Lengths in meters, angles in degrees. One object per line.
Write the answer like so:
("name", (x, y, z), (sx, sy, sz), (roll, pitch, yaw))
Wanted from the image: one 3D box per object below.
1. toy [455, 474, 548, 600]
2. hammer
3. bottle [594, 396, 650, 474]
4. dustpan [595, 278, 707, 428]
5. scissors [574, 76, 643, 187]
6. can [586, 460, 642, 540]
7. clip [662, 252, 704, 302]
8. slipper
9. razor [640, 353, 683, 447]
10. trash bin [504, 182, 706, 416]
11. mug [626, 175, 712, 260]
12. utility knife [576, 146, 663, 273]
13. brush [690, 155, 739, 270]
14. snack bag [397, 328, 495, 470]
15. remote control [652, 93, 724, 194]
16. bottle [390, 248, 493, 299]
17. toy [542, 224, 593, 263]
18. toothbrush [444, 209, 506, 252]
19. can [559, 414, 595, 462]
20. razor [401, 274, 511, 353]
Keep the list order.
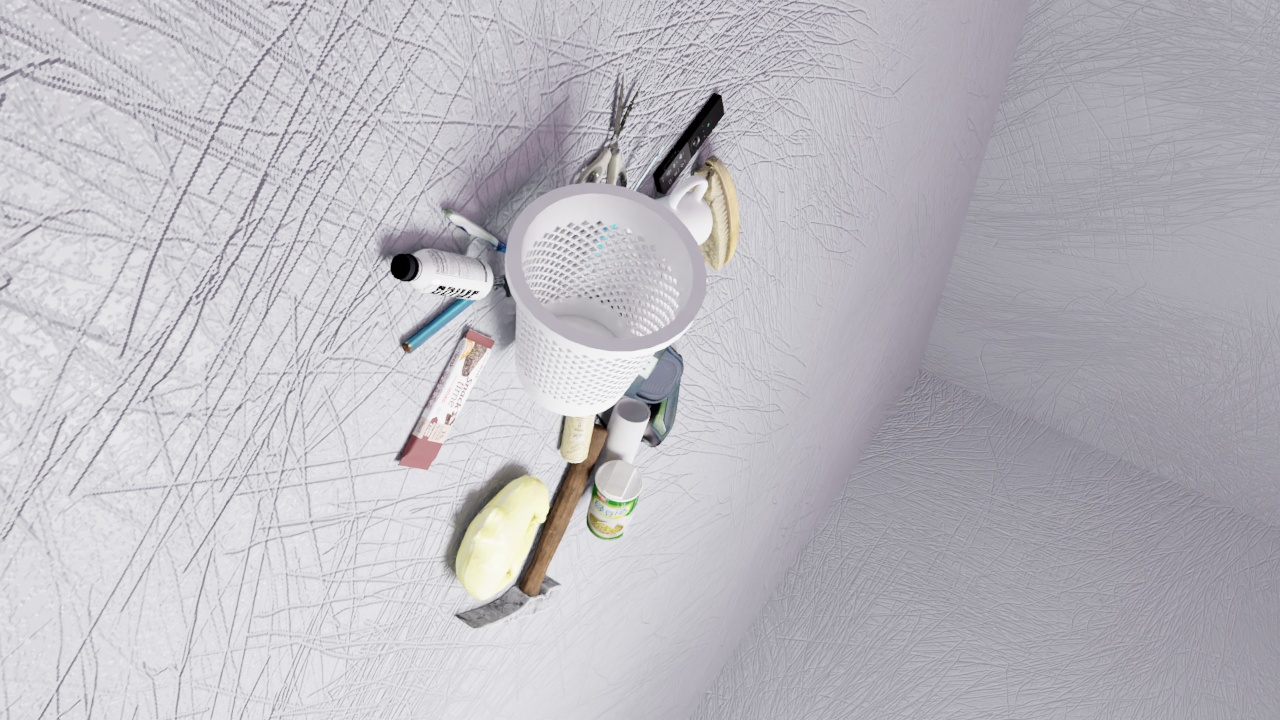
("toy", (-0.171, 0.217, 1.148), (0.170, 0.065, 0.155), (-61, 156, -13))
("hammer", (-0.133, 0.225, 1.271), (0.217, 0.037, 0.301), (10, 105, -65))
("bottle", (-0.036, 0.140, 1.346), (0.052, 0.052, 0.196), (-37, 155, -45))
("dustpan", (0.016, -0.022, 1.319), (0.257, 0.033, 0.163), (-57, 156, -14))
("scissors", (-0.035, -0.227, 1.026), (0.165, 0.012, 0.158), (-52, 156, -23))
("can", (-0.039, 0.202, 1.320), (0.067, 0.067, 0.121), (-44, 161, -36))
("clip", (0.051, -0.121, 1.277), (0.058, 0.052, 0.101), (107, 6, -50))
("slipper", (-0.007, 0.007, 1.201), (0.110, 0.083, 0.268), (-56, 145, 2))
("razor", (0.029, 0.060, 1.422), (0.067, 0.054, 0.151), (6, 104, -47))
("trash bin", (-0.053, -0.044, 0.958), (0.195, 0.195, 0.200), (-48, 171, -31))
("mug", (0.045, -0.183, 1.147), (0.090, 0.074, 0.111), (-30, 156, -52))
("utility knife", (-0.024, -0.177, 1.072), (0.179, 0.015, 0.022), (-57, 169, 3))
("brush", (0.103, -0.201, 1.281), (0.043, 0.059, 0.196), (-42, 148, -22))
("snack bag", (-0.202, 0.043, 0.966), (0.158, 0.013, 0.057), (-62, 158, -2))
("remote control", (0.064, -0.278, 1.175), (0.149, 0.013, 0.034), (-55, 155, -18))
("bottle", (-0.183, -0.080, 0.841), (0.115, 0.041, 0.041), (3, 112, -64))
("toy", (-0.083, -0.128, 1.011), (0.049, 0.030, 0.111), (-50, 163, 10))
("toothbrush", (-0.145, -0.113, 0.918), (0.017, 0.016, 0.189), (-53, 157, 2))
("can", (-0.084, 0.096, 1.230), (0.038, 0.038, 0.080), (-31, 141, -51))
("razor", (-0.179, -0.051, 0.908), (0.143, 0.022, 0.042), (-40, 155, -33))
